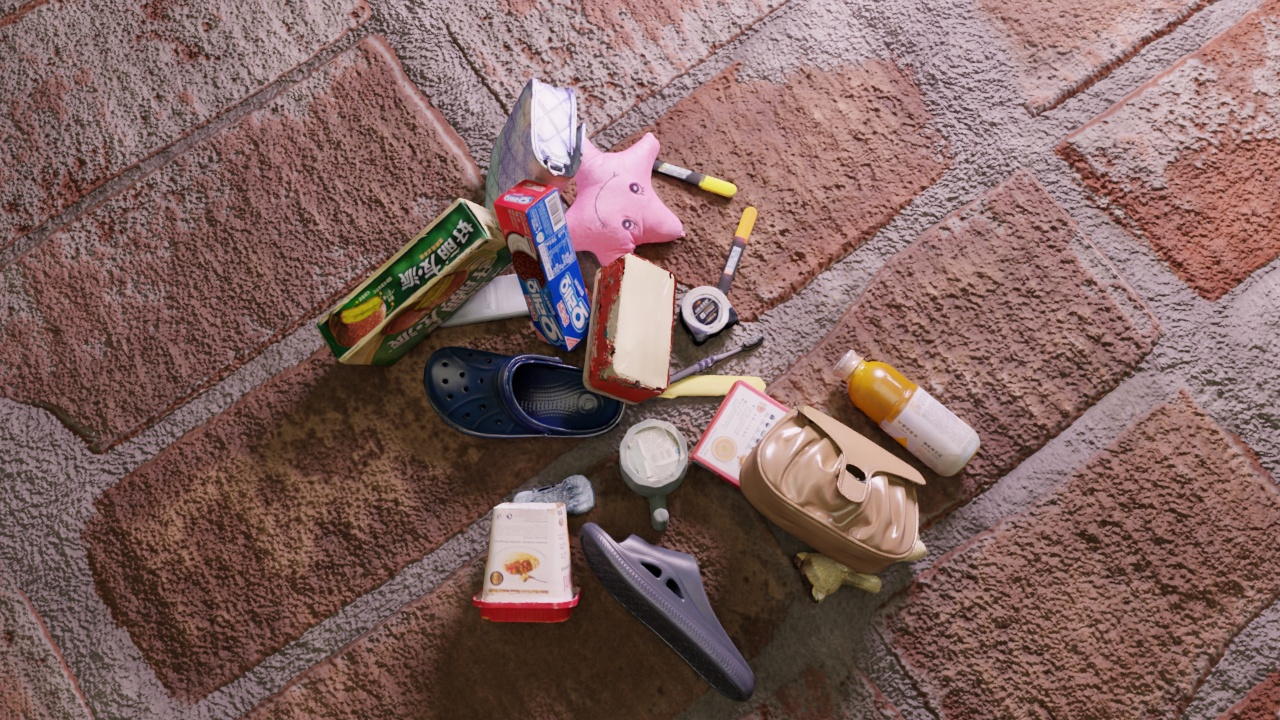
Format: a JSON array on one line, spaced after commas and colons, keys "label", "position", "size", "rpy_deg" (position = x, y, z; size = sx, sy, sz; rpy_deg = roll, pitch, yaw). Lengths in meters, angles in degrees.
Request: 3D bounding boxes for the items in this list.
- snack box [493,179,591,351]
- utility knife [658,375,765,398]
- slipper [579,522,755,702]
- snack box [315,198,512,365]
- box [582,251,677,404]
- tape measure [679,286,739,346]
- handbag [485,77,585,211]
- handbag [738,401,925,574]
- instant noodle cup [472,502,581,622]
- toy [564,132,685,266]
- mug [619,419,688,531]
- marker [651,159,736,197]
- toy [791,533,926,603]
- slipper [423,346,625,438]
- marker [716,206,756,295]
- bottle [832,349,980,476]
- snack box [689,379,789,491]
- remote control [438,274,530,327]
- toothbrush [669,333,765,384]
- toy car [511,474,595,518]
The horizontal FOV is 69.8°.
[{"label": "snack box", "position": [-0.109, -0.107, 1.085], "size": [0.058, 0.208, 0.057], "rpy_deg": [20, 51, 34]}, {"label": "utility knife", "position": [0.081, 0.033, 1.146], "size": [0.152, 0.018, 0.031], "rpy_deg": [0, 81, 3]}, {"label": "slipper", "position": [0.040, 0.274, 1.057], "size": [0.268, 0.111, 0.083], "rpy_deg": [44, 65, 5]}, {"label": "snack box", "position": [-0.260, -0.088, 1.096], "size": [0.240, 0.114, 0.063], "rpy_deg": [-38, 79, 11]}, {"label": "box", "position": [-0.008, -0.041, 1.102], "size": [0.091, 0.079, 0.168], "rpy_deg": [20, 62, -30]}, {"label": "tape measure", "position": [0.082, -0.059, 1.158], "size": [0.065, 0.033, 0.066], "rpy_deg": [-29, 81, -7]}, {"label": "handbag", "position": [-0.131, -0.242, 1.120], "size": [0.075, 0.194, 0.134], "rpy_deg": [8, 71, -23]}, {"label": "handbag", "position": [0.222, 0.139, 1.031], "size": [0.204, 0.100, 0.147], "rpy_deg": [30, 55, -1]}, {"label": "instant noodle cup", "position": [-0.127, 0.227, 1.049], "size": [0.116, 0.116, 0.124], "rpy_deg": [0, 85, 1]}, {"label": "toy", "position": [-0.022, -0.199, 1.167], "size": [0.178, 0.075, 0.194], "rpy_deg": [18, 89, -15]}, {"label": "mug", "position": [0.018, 0.135, 1.080], "size": [0.083, 0.103, 0.123], "rpy_deg": [-7, 76, -1]}, {"label": "marker", "position": [0.067, -0.240, 1.209], "size": [0.124, 0.015, 0.018], "rpy_deg": [20, 77, 9]}, {"label": "toy", "position": [0.260, 0.233, 1.079], "size": [0.157, 0.066, 0.105], "rpy_deg": [-18, 48, -7]}, {"label": "slipper", "position": [-0.144, 0.043, 1.111], "size": [0.253, 0.095, 0.105], "rpy_deg": [9, 75, -1]}, {"label": "marker", "position": [0.124, -0.140, 1.186], "size": [0.018, 0.015, 0.123], "rpy_deg": [19, 81, 7]}, {"label": "bottle", "position": [0.317, 0.060, 1.108], "size": [0.189, 0.068, 0.068], "rpy_deg": [40, 81, 9]}, {"label": "snack box", "position": [0.142, 0.104, 1.111], "size": [0.127, 0.044, 0.113], "rpy_deg": [32, 80, 0]}, {"label": "remote control", "position": [-0.198, -0.077, 1.174], "size": [0.136, 0.020, 0.055], "rpy_deg": [-9, 76, 0]}, {"label": "toothbrush", "position": [0.074, 0.007, 1.143], "size": [0.189, 0.017, 0.014], "rpy_deg": [-24, 70, -11]}, {"label": "toy car", "position": [-0.108, 0.172, 1.111], "size": [0.105, 0.031, 0.049], "rpy_deg": [-19, 77, -2]}]
